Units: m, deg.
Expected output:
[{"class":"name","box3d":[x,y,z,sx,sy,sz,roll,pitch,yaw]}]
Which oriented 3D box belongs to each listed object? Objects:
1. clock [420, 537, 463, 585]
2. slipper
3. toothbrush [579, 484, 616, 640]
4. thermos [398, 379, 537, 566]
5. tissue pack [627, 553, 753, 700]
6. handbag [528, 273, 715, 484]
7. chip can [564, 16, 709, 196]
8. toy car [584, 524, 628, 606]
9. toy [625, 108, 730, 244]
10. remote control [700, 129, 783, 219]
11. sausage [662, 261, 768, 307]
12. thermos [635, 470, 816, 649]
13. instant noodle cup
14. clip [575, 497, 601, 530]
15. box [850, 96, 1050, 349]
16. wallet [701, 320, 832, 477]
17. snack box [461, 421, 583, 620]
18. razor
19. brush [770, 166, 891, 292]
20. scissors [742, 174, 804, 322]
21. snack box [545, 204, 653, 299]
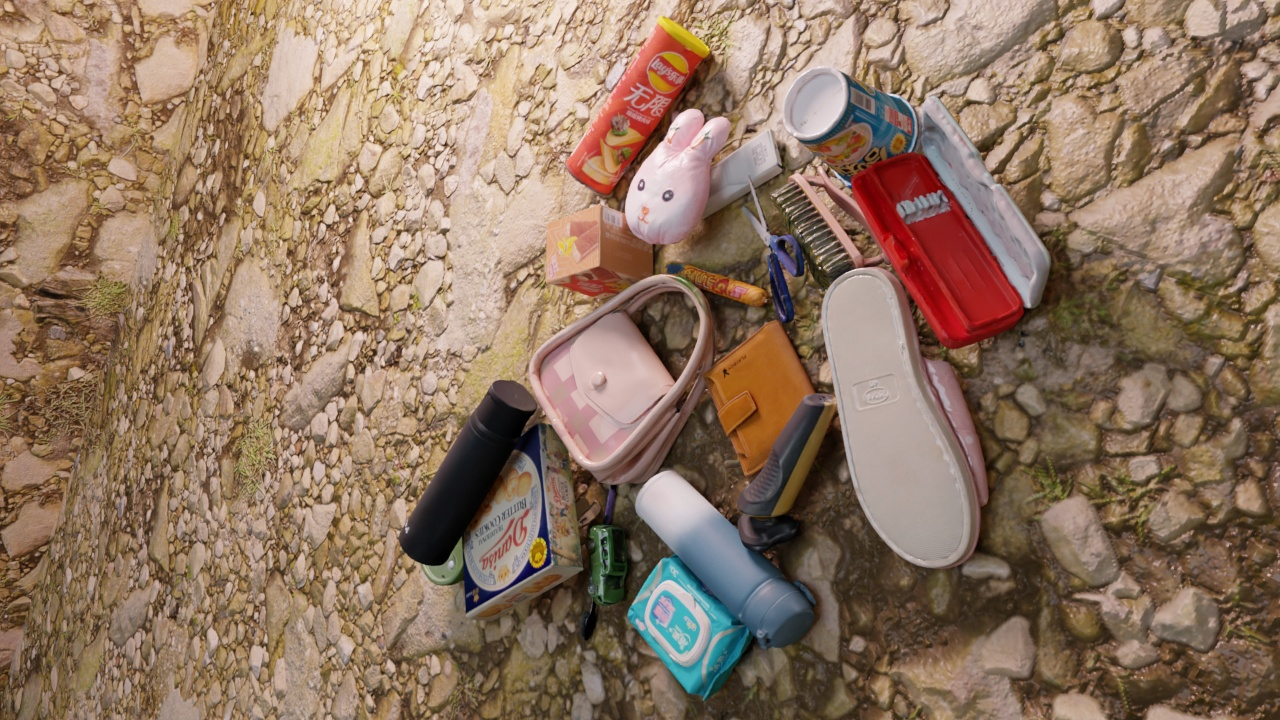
[{"class":"clock","box3d":[-0.231,0.240,1.220,0.162,0.056,0.116,-11,74,42]},{"class":"slipper","box3d":[0.232,0.047,0.813,0.114,0.054,0.274,-29,69,40]},{"class":"toothbrush","box3d":[-0.049,0.233,1.075,0.017,0.014,0.189,6,84,57]},{"class":"thermos","box3d":[-0.203,0.131,1.102,0.243,0.068,0.089,-56,7,19]},{"class":"tissue pack","box3d":[0.053,0.270,0.940,0.133,0.050,0.093,39,107,42]},{"class":"handbag","box3d":[-0.006,0.006,1.045,0.235,0.093,0.193,-48,53,17]},{"class":"chip can","box3d":[-0.008,-0.305,1.114,0.217,0.073,0.073,-51,50,23]},{"class":"toy car","box3d":[-0.037,0.232,1.041,0.036,0.043,0.091,-14,71,41]},{"class":"toy","box3d":[0.040,-0.206,1.028,0.121,0.054,0.159,31,98,47]},{"class":"remote control","box3d":[0.102,-0.205,1.019,0.125,0.024,0.049,-27,63,37]},{"class":"sausage","box3d":[0.080,-0.086,1.014,0.165,0.021,0.021,24,98,45]},{"class":"thermos","box3d":[0.083,0.197,0.922,0.220,0.070,0.070,40,109,41]},{"class":"instant noodle cup","box3d":[0.194,-0.226,0.873,0.099,0.109,0.099,-12,72,41]},{"class":"clip","box3d":[-0.085,0.210,1.113,0.104,0.087,0.035,-35,52,0]},{"class":"box","box3d":[0.259,-0.120,0.788,0.095,0.100,0.201,-22,60,1]},{"class":"wallet","box3d":[0.123,0.044,0.940,0.119,0.035,0.130,-37,57,25]},{"class":"snack box","box3d":[-0.147,0.192,1.090,0.178,0.045,0.182,-37,50,37]},{"class":"razor","box3d":[0.143,0.106,0.874,0.062,0.067,0.168,-86,18,-71]},{"class":"brush","box3d":[0.184,-0.132,0.901,0.073,0.063,0.145,-28,56,4]},{"class":"scissors","box3d":[0.135,-0.118,0.939,0.163,0.012,0.162,177,82,-81]},{"class":"snack box","box3d":[-0.049,-0.127,1.099,0.095,0.092,0.077,-12,73,42]}]
